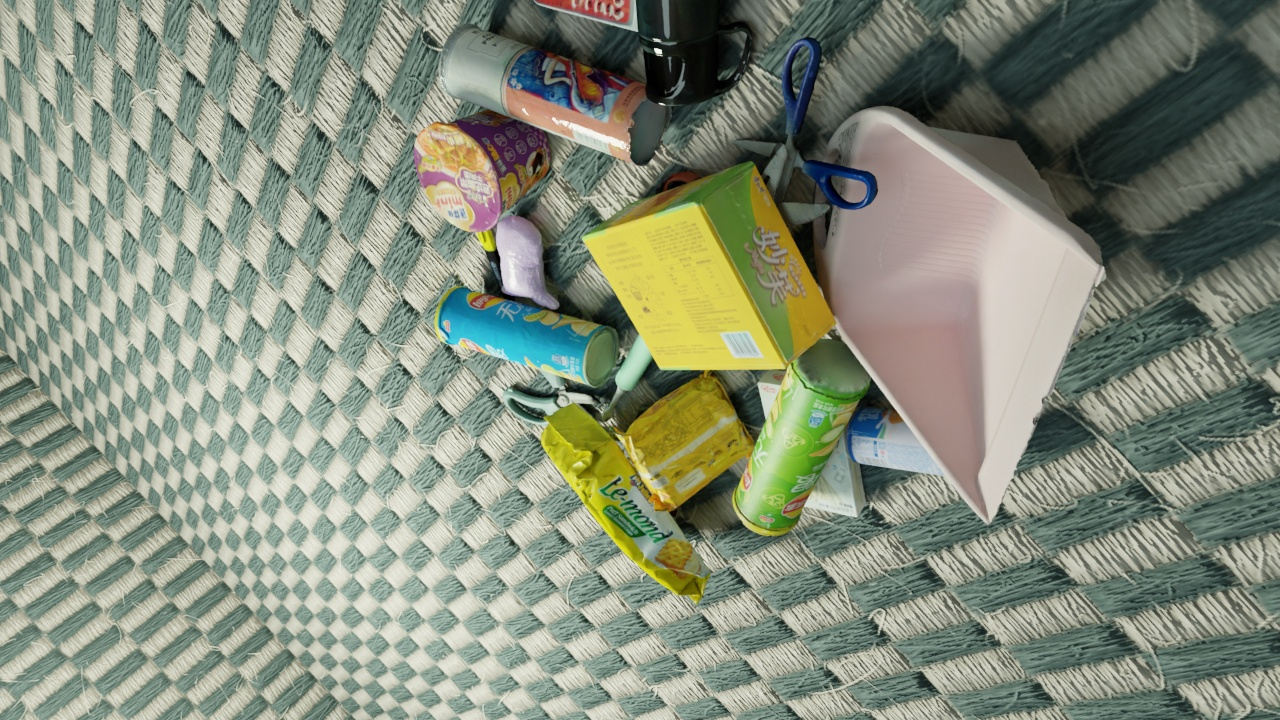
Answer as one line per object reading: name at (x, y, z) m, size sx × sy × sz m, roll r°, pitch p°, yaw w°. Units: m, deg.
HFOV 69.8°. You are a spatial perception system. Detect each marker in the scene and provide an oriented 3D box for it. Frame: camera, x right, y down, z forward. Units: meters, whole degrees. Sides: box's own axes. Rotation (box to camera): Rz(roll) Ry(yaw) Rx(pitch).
marker at (-0.170, -0.117, 1.056) m, size 0.018 × 0.015 × 0.124 m, roll 11°, pitch 131°, yaw 38°

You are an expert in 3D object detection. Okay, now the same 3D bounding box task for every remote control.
remote control at (-0.038, -0.316, 0.775) m, size 0.136 × 0.020 × 0.056 m, roll 25°, pitch 135°, yaw 24°

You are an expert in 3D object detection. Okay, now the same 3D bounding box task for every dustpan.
dustpan at (0.193, -0.052, 0.657) m, size 0.139 × 0.272 × 0.223 m, roll 7°, pitch 128°, yaw 5°

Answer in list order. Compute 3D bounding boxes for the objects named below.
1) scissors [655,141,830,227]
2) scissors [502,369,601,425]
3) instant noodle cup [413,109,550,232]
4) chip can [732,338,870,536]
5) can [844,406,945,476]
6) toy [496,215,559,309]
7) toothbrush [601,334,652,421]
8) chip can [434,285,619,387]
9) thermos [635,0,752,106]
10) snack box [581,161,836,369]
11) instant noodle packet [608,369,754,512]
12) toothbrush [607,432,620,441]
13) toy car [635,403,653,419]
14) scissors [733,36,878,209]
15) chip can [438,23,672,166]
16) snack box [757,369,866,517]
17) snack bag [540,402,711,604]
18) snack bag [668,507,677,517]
scissors at (0.084, -0.121, 0.797) m, size 0.226 × 0.015 × 0.189 m, roll 31°, pitch 148°, yaw 41°
scissors at (-0.126, 0.036, 1.143) m, size 0.170 × 0.019 × 0.182 m, roll 45°, pitch 139°, yaw -1°
instant noodle cup at (-0.149, -0.197, 0.908) m, size 0.112 × 0.099 × 0.112 m, roll 24°, pitch 135°, yaw 26°
chip can at (0.146, 0.074, 0.856) m, size 0.072 × 0.072 × 0.222 m, roll 31°, pitch 137°, yaw 17°
can at (0.255, 0.074, 0.819) m, size 0.135 × 0.053 × 0.053 m, roll 5°, pitch 125°, yaw 38°
toy at (-0.128, -0.109, 1.009) m, size 0.084 × 0.038 × 0.108 m, roll 20°, pitch 131°, yaw 28°
toothbrush at (-0.006, 0.006, 1.008) m, size 0.026 × 0.027 × 0.225 m, roll 17°, pitch 140°, yaw -11°
chip can at (-0.131, -0.029, 1.042) m, size 0.210 × 0.071 × 0.071 m, roll 16°, pitch 131°, yaw 27°
thermos at (0.036, -0.318, 0.684) m, size 0.090 × 0.068 × 0.243 m, roll -5°, pitch 127°, yaw 2°
snack box at (0.054, -0.074, 0.812) m, size 0.158 × 0.069 × 0.210 m, roll 59°, pitch 156°, yaw -15°
instant noodle packet at (0.044, 0.084, 0.959) m, size 0.111 × 0.128 × 0.044 m, roll 60°, pitch 171°, yaw -13°
toothbrush at (-0.035, 0.090, 1.112) m, size 0.191 × 0.016 × 0.016 m, roll -4°, pitch 120°, yaw 44°
toy car at (0.026, 0.066, 1.020) m, size 0.034 × 0.042 × 0.091 m, roll 28°, pitch 145°, yaw -33°
scissors at (0.124, -0.169, 0.719) m, size 0.173 × 0.012 × 0.162 m, roll 35°, pitch 138°, yaw 52°
chip can at (-0.079, -0.242, 0.833) m, size 0.215 × 0.071 × 0.071 m, roll 26°, pitch 136°, yaw 22°
snack box at (0.173, 0.084, 0.919) m, size 0.085 × 0.026 × 0.157 m, roll 7°, pitch 127°, yaw 37°
snack bag at (-0.023, 0.164, 1.056) m, size 0.246 × 0.068 × 0.158 m, roll 55°, pitch 171°, yaw -24°
snack bag at (0.034, 0.141, 1.084) m, size 0.048 × 0.026 × 0.104 m, roll 34°, pitch 140°, yaw 24°
